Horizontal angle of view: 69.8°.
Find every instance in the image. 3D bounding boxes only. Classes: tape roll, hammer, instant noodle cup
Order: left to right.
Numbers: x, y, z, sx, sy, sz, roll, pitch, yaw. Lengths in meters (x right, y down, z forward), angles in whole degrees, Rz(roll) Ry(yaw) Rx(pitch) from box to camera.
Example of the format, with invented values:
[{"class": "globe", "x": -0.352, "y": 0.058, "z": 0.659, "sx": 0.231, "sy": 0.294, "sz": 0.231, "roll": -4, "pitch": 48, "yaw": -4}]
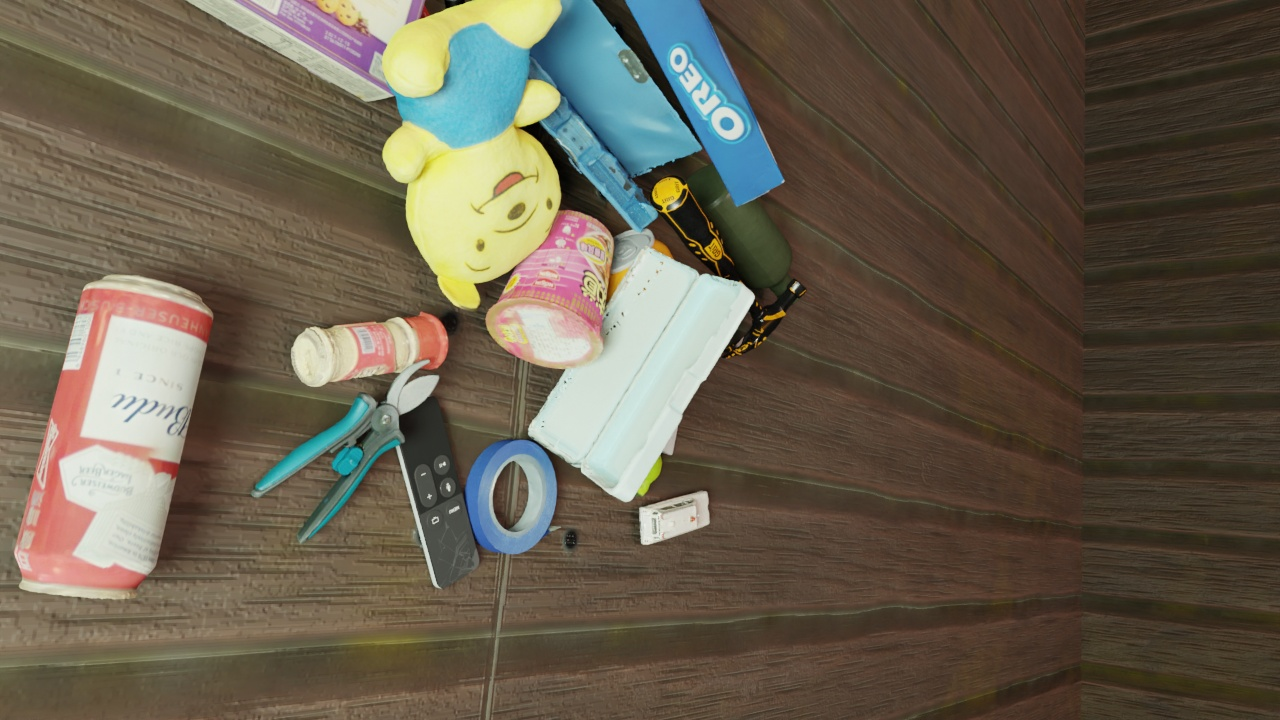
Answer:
[{"class": "tape roll", "x": -0.107, "y": 0.113, "z": 0.767, "sx": 0.091, "sy": 0.016, "sz": 0.093, "roll": -19, "pitch": 103, "yaw": -50}, {"class": "instant noodle cup", "x": -0.068, "y": -0.064, "z": 0.773, "sx": 0.097, "sy": 0.098, "sz": 0.108, "roll": 45, "pitch": 46, "yaw": -40}, {"class": "hammer", "x": 0.083, "y": -0.090, "z": 0.923, "sx": 0.123, "sy": 0.036, "sz": 0.320, "roll": -46, "pitch": 149, "yaw": 3}]

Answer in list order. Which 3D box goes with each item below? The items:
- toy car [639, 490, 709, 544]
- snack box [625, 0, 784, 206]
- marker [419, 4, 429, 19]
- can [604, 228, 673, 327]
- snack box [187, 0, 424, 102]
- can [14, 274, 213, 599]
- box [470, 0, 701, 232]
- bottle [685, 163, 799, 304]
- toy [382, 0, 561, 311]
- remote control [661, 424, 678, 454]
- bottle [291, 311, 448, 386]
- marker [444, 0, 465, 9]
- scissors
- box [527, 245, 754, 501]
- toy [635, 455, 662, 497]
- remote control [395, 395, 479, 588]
[{"class": "toy car", "x": 0.042, "y": 0.159, "z": 0.935, "sx": 0.112, "sy": 0.039, "sz": 0.039, "roll": -3, "pitch": 90, "yaw": -52}, {"class": "snack box", "x": 0.052, "y": -0.294, "z": 0.886, "sx": 0.239, "sy": 0.056, "sz": 0.195, "roll": 54, "pitch": 16, "yaw": -34}, {"class": "marker", "x": -0.191, "y": -0.315, "z": 0.688, "sx": 0.012, "sy": 0.013, "sz": 0.142, "roll": -49, "pitch": 125, "yaw": -41}, {"class": "can", "x": 0.012, "y": -0.049, "z": 0.877, "sx": 0.078, "sy": 0.079, "sz": 0.142, "roll": -57, "pitch": 130, "yaw": -37}, {"class": "snack box", "x": -0.213, "y": -0.275, "z": 0.621, "sx": 0.143, "sy": 0.041, "sz": 0.148, "roll": 24, "pitch": 76, "yaw": -48}, {"class": "can", "x": -0.287, "y": 0.041, "z": 0.503, "sx": 0.067, "sy": 0.067, "sz": 0.170, "roll": 22, "pitch": 71, "yaw": -49}, {"class": "box", "x": -0.039, "y": -0.229, "z": 0.786, "sx": 0.231, "sy": 0.102, "sz": 0.094, "roll": 45, "pitch": 13, "yaw": -40}, {"class": "bottle", "x": 0.123, "y": -0.130, "z": 1.029, "sx": 0.207, "sy": 0.072, "sz": 0.071, "roll": 43, "pitch": 56, "yaw": -42}, {"class": "toy", "x": -0.121, "y": -0.157, "z": 0.683, "sx": 0.148, "sy": 0.084, "sz": 0.214, "roll": -33, "pitch": 138, "yaw": -29}, {"class": "remote control", "x": 0.032, "y": 0.031, "z": 0.951, "sx": 0.033, "sy": 0.012, "sz": 0.130, "roll": 31, "pitch": 64, "yaw": -49}, {"class": "bottle", "x": -0.189, "y": -0.008, "z": 0.649, "sx": 0.108, "sy": 0.044, "sz": 0.044, "roll": -12, "pitch": 97, "yaw": -51}, {"class": "marker", "x": -0.138, "y": -0.236, "z": 0.706, "sx": 0.016, "sy": 0.016, "sz": 0.141, "roll": -45, "pitch": 145, "yaw": -43}, {"class": "scissors", "x": -0.199, "y": 0.062, "z": 0.632, "sx": 0.127, "sy": 0.019, "sz": 0.153, "roll": 6, "pitch": 94, "yaw": -41}, {"class": "box", "x": 0.000, "y": 0.008, "z": 0.764, "sx": 0.049, "sy": 0.136, "sz": 0.197, "roll": 37, "pitch": 83, "yaw": -48}, {"class": "toy", "x": -0.010, "y": 0.095, "z": 0.878, "sx": 0.093, "sy": 0.036, "sz": 0.094, "roll": -42, "pitch": 130, "yaw": -49}, {"class": "remote control", "x": -0.158, "y": 0.102, "z": 0.709, "sx": 0.045, "sy": 0.008, "sz": 0.147, "roll": -26, "pitch": 108, "yaw": -49}]
